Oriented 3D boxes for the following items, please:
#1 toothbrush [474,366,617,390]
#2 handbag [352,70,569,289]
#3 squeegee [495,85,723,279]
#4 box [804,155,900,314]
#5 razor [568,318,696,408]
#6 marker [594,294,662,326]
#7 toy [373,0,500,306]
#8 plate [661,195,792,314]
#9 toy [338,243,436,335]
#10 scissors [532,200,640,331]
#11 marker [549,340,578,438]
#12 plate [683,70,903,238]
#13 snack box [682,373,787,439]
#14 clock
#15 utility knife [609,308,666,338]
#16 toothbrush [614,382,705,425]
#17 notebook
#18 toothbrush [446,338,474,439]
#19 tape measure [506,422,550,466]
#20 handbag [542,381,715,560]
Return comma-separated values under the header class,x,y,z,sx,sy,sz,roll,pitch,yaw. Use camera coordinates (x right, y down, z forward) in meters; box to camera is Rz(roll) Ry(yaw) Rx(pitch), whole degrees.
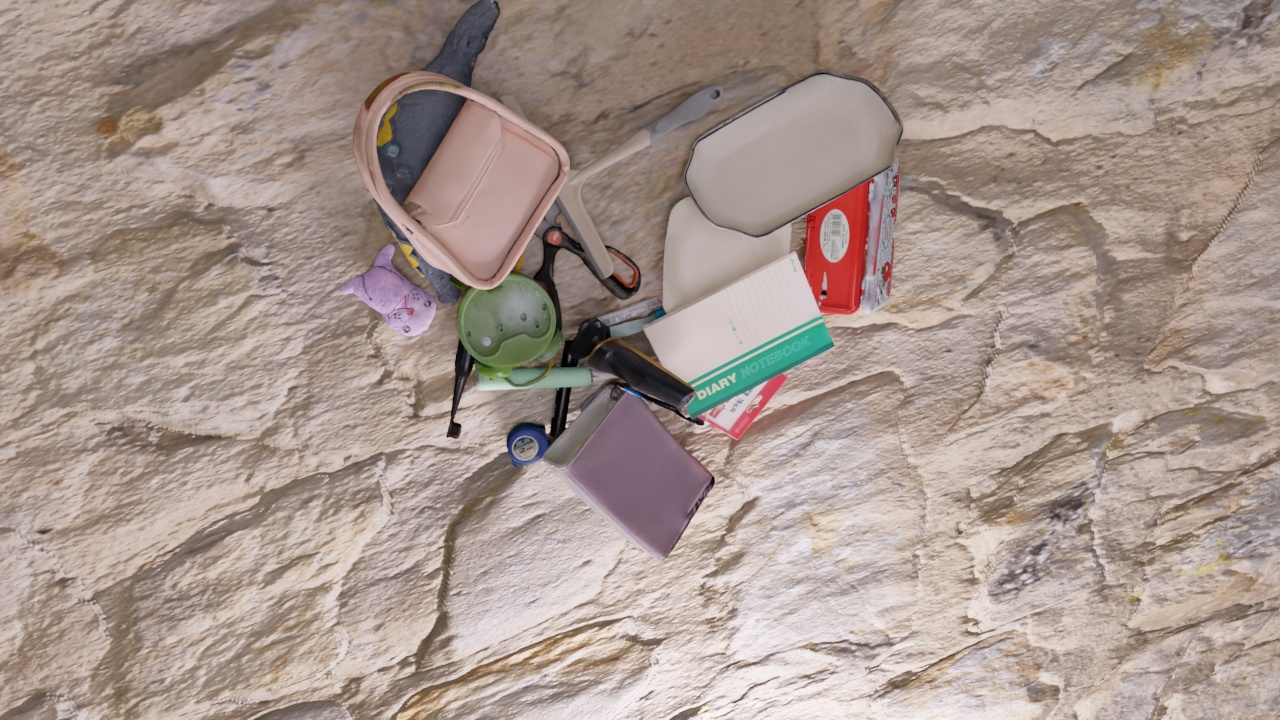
class,x,y,z,sx,sy,sz,roll,pitch,yaw
toothbrush,-0.098,0.021,1.162,0.224,0.027,0.026,-2,115,-5
handbag,-0.200,-0.203,0.971,0.234,0.093,0.193,35,81,-52
squeegee,-0.001,-0.261,1.092,0.246,0.039,0.246,-31,106,-4
box,0.277,-0.164,1.192,0.112,0.099,0.201,8,111,22
razor,-0.007,0.007,1.142,0.167,0.067,0.062,30,119,1
marker,-0.004,-0.066,1.178,0.145,0.017,0.017,-20,111,-4
toy,-0.237,-0.233,1.033,0.137,0.091,0.357,3,113,-29
plate,0.106,-0.123,1.160,0.163,0.034,0.164,4,96,-11
toy,-0.293,-0.078,1.102,0.084,0.039,0.108,-46,110,-4
scissors,-0.099,-0.130,1.132,0.220,0.021,0.231,19,101,-18
marker,-0.098,0.038,1.193,0.022,0.020,0.132,12,106,5
plate,0.184,-0.245,1.111,0.265,0.034,0.162,-30,70,-2
snack box,0.109,0.025,1.212,0.127,0.044,0.113,31,107,-21
clock,-0.157,-0.039,1.106,0.116,0.056,0.161,-20,114,-5
utility knife,0.053,-0.060,1.191,0.209,0.018,0.034,-16,111,-5
toothbrush,0.029,0.055,1.187,0.189,0.014,0.016,26,101,-46
notebook,0.126,-0.029,1.157,0.209,0.012,0.150,-27,118,4
toothbrush,-0.219,0.001,1.151,0.027,0.026,0.213,13,106,-4
tape measure,-0.148,0.108,1.204,0.058,0.025,0.054,-21,110,-5
handbag,-0.011,0.143,1.204,0.144,0.098,0.197,-48,113,-13
